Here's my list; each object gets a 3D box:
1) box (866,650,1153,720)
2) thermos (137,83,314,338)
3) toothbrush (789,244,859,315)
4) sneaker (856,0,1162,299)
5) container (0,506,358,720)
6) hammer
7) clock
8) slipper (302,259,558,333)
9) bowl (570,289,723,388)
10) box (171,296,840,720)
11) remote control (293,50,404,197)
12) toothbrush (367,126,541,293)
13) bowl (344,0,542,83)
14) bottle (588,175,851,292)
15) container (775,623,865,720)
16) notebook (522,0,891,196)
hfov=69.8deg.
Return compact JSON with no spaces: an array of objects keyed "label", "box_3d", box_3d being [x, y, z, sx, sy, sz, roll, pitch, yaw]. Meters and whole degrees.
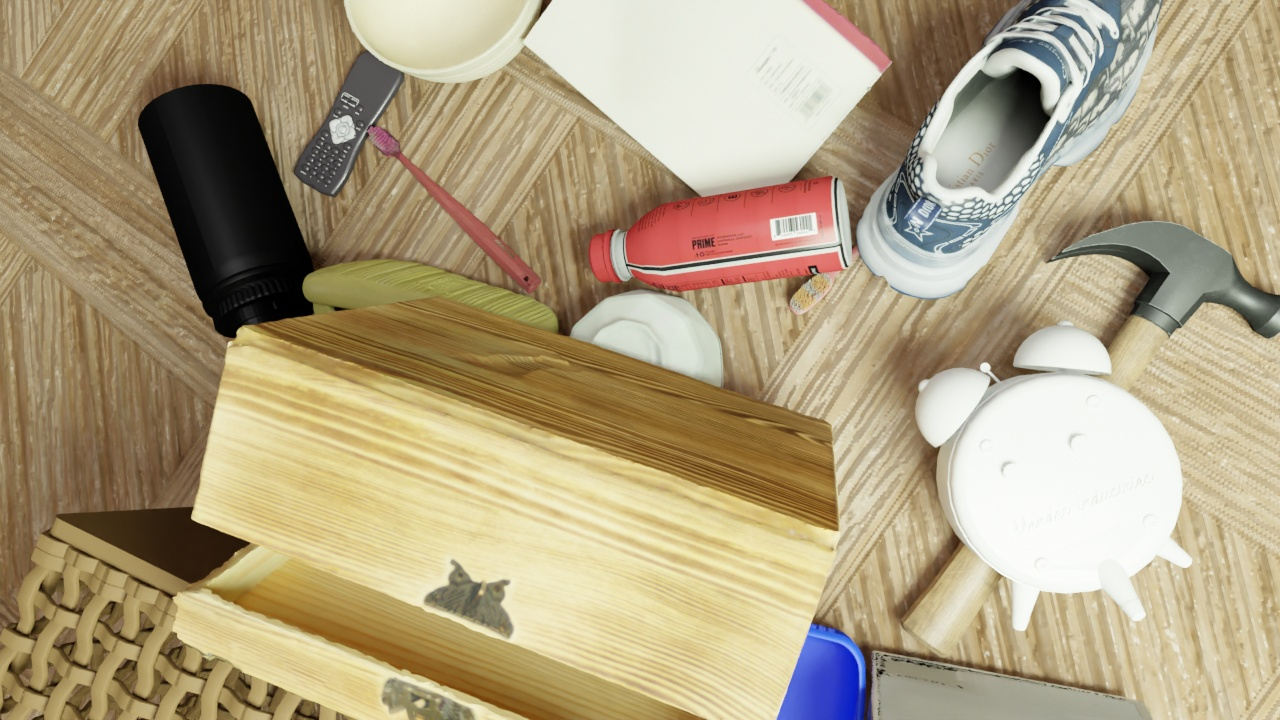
[{"label":"box","box_3d":[0.169,0.315,0.382,0.166,0.477,0.119,7,123,14]},{"label":"thermos","box_3d":[-0.310,-0.103,0.704,0.086,0.086,0.198,-26,79,9]},{"label":"toothbrush","box_3d":[0.172,-0.098,0.631,0.184,0.015,0.015,-43,79,3]},{"label":"sneaker","box_3d":[0.238,-0.165,0.558,0.103,0.132,0.269,39,87,14]},{"label":"container","box_3d":[-0.233,0.238,0.578,0.252,0.219,0.214,20,88,14]},{"label":"hammer","box_3d":[0.263,0.052,0.584,0.132,0.040,0.305,35,93,11]},{"label":"clock","box_3d":[0.240,0.067,0.532,0.125,0.073,0.161,-24,85,7]},{"label":"slipper","box_3d":[-0.152,-0.023,0.670,0.191,0.091,0.082,13,111,13]},{"label":"bowl","box_3d":[-0.004,0.004,0.636,0.117,0.061,0.117,-2,84,13]},{"label":"box","box_3d":[-0.049,0.080,0.504,0.279,0.244,0.168,17,104,9]},{"label":"remote control","box_3d":[-0.233,-0.192,0.736,0.046,0.009,0.124,30,91,14]},{"label":"toothbrush","box_3d":[-0.145,-0.119,0.704,0.190,0.016,0.016,44,93,14]},{"label":"bowl","box_3d":[-0.136,-0.273,0.690,0.151,0.075,0.150,-2,83,13]},{"label":"bottle","box_3d":[0.051,-0.081,0.628,0.177,0.062,0.062,-6,82,19]},{"label":"container","box_3d":[0.092,0.222,0.589,0.096,0.058,0.114,11,86,14]},{"label":"notebook","box_3d":[0.042,-0.211,0.629,0.209,0.012,0.153,41,109,-1]}]
